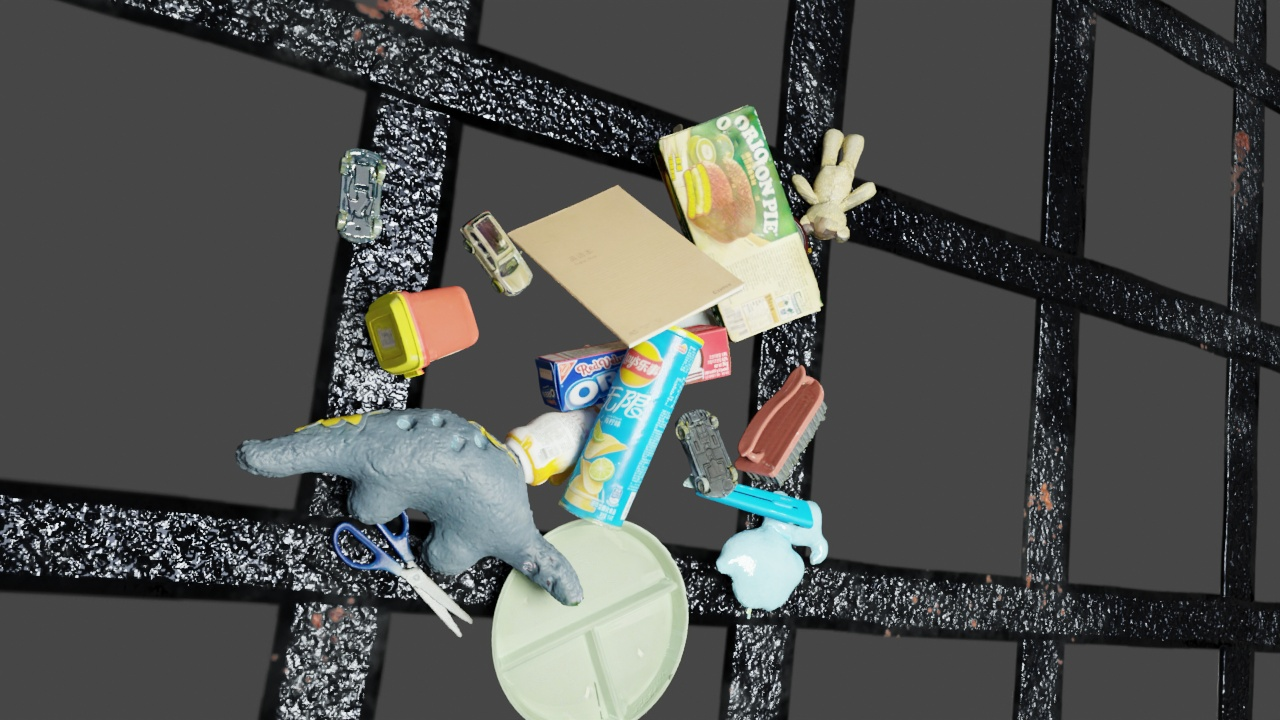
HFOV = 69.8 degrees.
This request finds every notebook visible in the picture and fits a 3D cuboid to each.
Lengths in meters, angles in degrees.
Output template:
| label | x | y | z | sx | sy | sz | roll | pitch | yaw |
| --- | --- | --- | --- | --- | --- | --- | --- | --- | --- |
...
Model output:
| label | x | y | z | sx | sy | sz | roll | pitch | yaw |
| --- | --- | --- | --- | --- | --- | --- | --- | --- | --- |
| notebook | -0.018 | -0.103 | 0.950 | 0.149 | 0.211 | 0.012 | -28 | 143 | -27 |

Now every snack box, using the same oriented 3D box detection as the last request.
| label | x | y | z | sx | sy | sz | roll | pitch | yaw |
| --- | --- | --- | --- | --- | --- | --- | --- | --- | --- |
| snack box | -0.006 | 0.006 | 0.992 | 0.207 | 0.058 | 0.057 | -11 | 102 | -23 |
| snack box | -0.208 | -0.030 | 0.880 | 0.080 | 0.091 | 0.082 | -19 | 95 | -36 |
| snack box | 0.108 | -0.150 | 1.028 | 0.114 | 0.063 | 0.240 | -22 | 97 | -3 |

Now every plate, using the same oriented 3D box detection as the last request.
| label | x | y | z | sx | sy | sz | roll | pitch | yaw |
| --- | --- | --- | --- | --- | --- | --- | --- | --- | --- |
| plate | -0.052 | 0.281 | 0.974 | 0.229 | 0.028 | 0.230 | 3 | 84 | -29 |

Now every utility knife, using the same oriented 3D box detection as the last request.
| label | x | y | z | sx | sy | sz | roll | pitch | yaw |
| --- | --- | --- | --- | --- | --- | --- | --- | --- | --- |
| utility knife | 0.125 | 0.161 | 1.066 | 0.161 | 0.018 | 0.034 | 17 | 51 | -9 |

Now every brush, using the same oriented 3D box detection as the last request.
| label | x | y | z | sx | sy | sz | roll | pitch | yaw |
| --- | --- | --- | --- | --- | --- | --- | --- | --- | --- |
| brush | 0.170 | 0.074 | 1.092 | 0.145 | 0.063 | 0.069 | -52 | 123 | -23 |

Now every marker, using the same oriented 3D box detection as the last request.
| label | x | y | z | sx | sy | sz | roll | pitch | yaw |
| --- | --- | --- | --- | --- | --- | --- | --- | --- | --- |
| marker | -0.057 | 0.089 | 0.995 | 0.123 | 0.015 | 0.018 | -47 | 109 | -26 |

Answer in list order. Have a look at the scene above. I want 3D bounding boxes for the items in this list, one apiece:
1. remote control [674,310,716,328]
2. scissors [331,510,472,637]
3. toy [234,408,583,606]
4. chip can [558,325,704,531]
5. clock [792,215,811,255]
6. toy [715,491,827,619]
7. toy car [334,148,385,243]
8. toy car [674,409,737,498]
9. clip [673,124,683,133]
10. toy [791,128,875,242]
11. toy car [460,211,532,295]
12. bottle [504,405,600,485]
| label | x | y | z | sx | sy | sz | roll | pitch | yaw |
| --- | --- | --- | --- | --- | --- | --- | --- | --- | --- |
| remote control | 0.027 | -0.049 | 1.047 | 0.136 | 0.020 | 0.055 | 25 | 76 | -26 |
| scissors | -0.219 | 0.198 | 0.898 | 0.173 | 0.012 | 0.126 | 24 | 75 | -27 |
| toy | -0.189 | 0.122 | 0.872 | 0.356 | 0.092 | 0.137 | 33 | 65 | -21 |
| chip can | -0.010 | 0.062 | 0.926 | 0.071 | 0.071 | 0.210 | 25 | 88 | -25 |
| clock | 0.147 | -0.144 | 1.102 | 0.122 | 0.055 | 0.082 | 37 | 70 | -20 |
| toy | 0.157 | 0.229 | 1.080 | 0.161 | 0.050 | 0.156 | 22 | 65 | -26 |
| toy car | -0.272 | -0.158 | 0.885 | 0.042 | 0.034 | 0.090 | 4 | 86 | -31 |
| toy car | 0.074 | 0.108 | 1.051 | 0.048 | 0.031 | 0.105 | -15 | 78 | -26 |
| clip | 0.067 | -0.228 | 1.078 | 0.070 | 0.035 | 0.100 | 0 | 82 | -28 |
| toy | 0.244 | -0.224 | 1.164 | 0.105 | 0.066 | 0.157 | 14 | 73 | 6 |
| toy car | -0.147 | -0.109 | 0.950 | 0.042 | 0.035 | 0.090 | -41 | 108 | -23 |
| bottle | -0.086 | 0.083 | 0.950 | 0.108 | 0.063 | 0.063 | -27 | 99 | -29 |
